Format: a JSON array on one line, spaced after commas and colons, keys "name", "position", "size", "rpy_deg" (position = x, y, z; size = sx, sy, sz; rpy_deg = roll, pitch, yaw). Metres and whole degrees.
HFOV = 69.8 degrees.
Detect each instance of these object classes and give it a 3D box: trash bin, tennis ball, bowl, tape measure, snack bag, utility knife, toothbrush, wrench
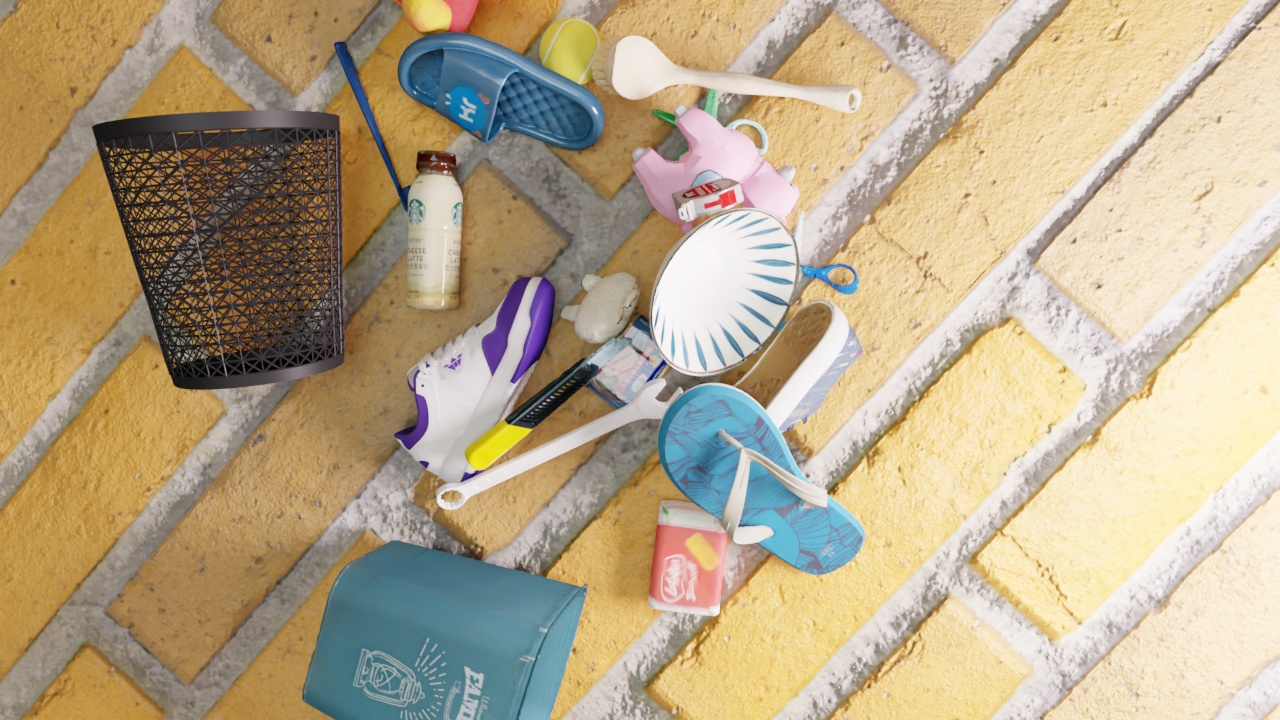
[{"name": "trash bin", "position": [-0.392, -0.108, 0.902], "size": [0.217, 0.216, 0.243], "rpy_deg": [-4, 101, 4]}, {"name": "tennis ball", "position": [-0.069, -0.310, 0.923], "size": [0.065, 0.065, 0.065], "rpy_deg": [0, 95, 4]}, {"name": "bowl", "position": [0.068, -0.078, 0.911], "size": [0.177, 0.071, 0.178], "rpy_deg": [-18, 126, -26]}, {"name": "trash bin", "position": [-0.195, 0.298, 0.930], "size": [0.219, 0.199, 0.196], "rpy_deg": [17, 95, 9]}, {"name": "tape measure", "position": [0.062, -0.150, 0.859], "size": [0.062, 0.060, 0.020], "rpy_deg": [-18, 111, 0]}, {"name": "snack bag", "position": [0.052, 0.210, 0.973], "size": [0.077, 0.036, 0.116], "rpy_deg": [7, 95, 3]}, {"name": "utility knife", "position": [-0.091, 0.039, 0.915], "size": [0.203, 0.020, 0.029], "rpy_deg": [-38, 132, -2]}, {"name": "toothbrush", "position": [-0.278, -0.247, 0.969], "size": [0.017, 0.016, 0.190], "rpy_deg": [-23, 93, -2]}, {"name": "wrench", "position": [-0.083, 0.087, 0.926], "size": [0.273, 0.009, 0.047], "rpy_deg": [-25, 127, 4]}]

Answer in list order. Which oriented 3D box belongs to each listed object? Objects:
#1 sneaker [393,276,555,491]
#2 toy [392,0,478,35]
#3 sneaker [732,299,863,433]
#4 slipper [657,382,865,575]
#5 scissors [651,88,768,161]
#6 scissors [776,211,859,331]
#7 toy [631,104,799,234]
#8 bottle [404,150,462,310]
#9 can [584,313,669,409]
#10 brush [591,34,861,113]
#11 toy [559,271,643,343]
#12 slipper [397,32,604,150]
[{"name": "sneaker", "position": [-0.177, 0.009, 0.949], "size": [0.111, 0.091, 0.244], "rpy_deg": [27, 102, 2]}, {"name": "toy", "position": [-0.162, -0.419, 0.903], "size": [0.216, 0.098, 0.147], "rpy_deg": [-42, 74, 6]}, {"name": "sneaker", "position": [0.139, 0.049, 0.937], "size": [0.079, 0.087, 0.236], "rpy_deg": [34, 102, -31]}, {"name": "slipper", "position": [0.122, 0.136, 0.891], "size": [0.118, 0.060, 0.295], "rpy_deg": [-37, 120, 19]}, {"name": "scissors", "position": [0.072, -0.232, 0.947], "size": [0.131, 0.011, 0.125], "rpy_deg": [11, 97, 1]}, {"name": "scissors", "position": [0.165, -0.090, 0.953], "size": [0.133, 0.014, 0.127], "rpy_deg": [7, 91, 8]}, {"name": "toy", "position": [0.075, -0.180, 0.915], "size": [0.157, 0.067, 0.123], "rpy_deg": [42, 101, -11]}, {"name": "bottle", "position": [-0.214, -0.134, 0.953], "size": [0.056, 0.056, 0.162], "rpy_deg": [3, 95, 4]}, {"name": "can", "position": [-0.006, 0.006, 0.952], "size": [0.059, 0.054, 0.100], "rpy_deg": [38, 96, 2]}, {"name": "brush", "position": [0.087, -0.277, 0.911], "size": [0.272, 0.077, 0.062], "rpy_deg": [6, 117, -6]}, {"name": "toy", "position": [-0.032, -0.055, 0.936], "size": [0.112, 0.050, 0.087], "rpy_deg": [10, 59, 41]}, {"name": "slipper", "position": [-0.140, -0.262, 0.915], "size": [0.213, 0.104, 0.059], "rpy_deg": [17, 54, -3]}]
